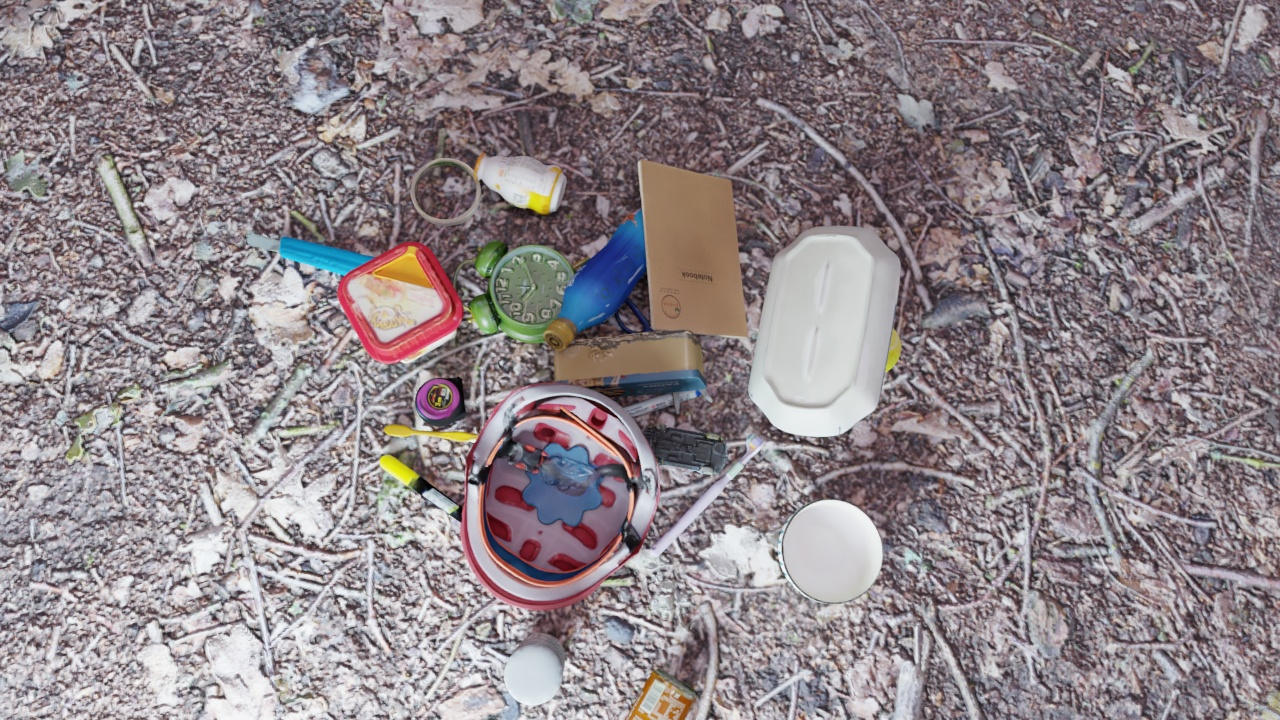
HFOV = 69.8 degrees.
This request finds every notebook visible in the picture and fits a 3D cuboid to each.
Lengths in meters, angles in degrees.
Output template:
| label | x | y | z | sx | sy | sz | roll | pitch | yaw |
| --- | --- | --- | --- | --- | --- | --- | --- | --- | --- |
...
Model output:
| label | x | y | z | sx | sy | sz | roll | pitch | yaw |
| --- | --- | --- | --- | --- | --- | --- | --- | --- | --- |
| notebook | 0.065 | -0.132 | 1.104 | 0.147 | 0.008 | 0.207 | 4 | 76 | -36 |

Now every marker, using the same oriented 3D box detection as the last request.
| label | x | y | z | sx | sy | sz | roll | pitch | yaw |
| --- | --- | --- | --- | --- | --- | --- | --- | --- | --- |
| marker | 0.004 | 0.056 | 1.097 | 0.145 | 0.017 | 0.017 | -17 | 80 | -6 |
| marker | -0.250 | 0.149 | 1.066 | 0.124 | 0.015 | 0.018 | 35 | 79 | 1 |

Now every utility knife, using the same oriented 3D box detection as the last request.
| label | x | y | z | sx | sy | sz | roll | pitch | yaw |
| --- | --- | --- | --- | --- | --- | --- | --- | --- | --- |
| utility knife | -0.389 | -0.127 | 1.110 | 0.188 | 0.018 | 0.034 | 15 | 67 | 0 |

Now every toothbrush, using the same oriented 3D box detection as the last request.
| label | x | y | z | sx | sy | sz | roll | pitch | yaw |
| --- | --- | --- | --- | --- | --- | --- | --- | --- | --- |
| toothbrush | 0.078 | 0.160 | 1.079 | 0.189 | 0.029 | 0.021 | -46 | 122 | -9 |
| toothbrush | -0.204 | 0.091 | 1.080 | 0.191 | 0.018 | 0.016 | 6 | 80 | -4 |

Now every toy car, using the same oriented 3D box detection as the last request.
| label | x | y | z | sx | sy | sz | roll | pitch | yaw |
| --- | --- | --- | --- | --- | --- | --- | --- | --- | --- |
| toy car | 0.051 | 0.105 | 1.082 | 0.105 | 0.031 | 0.049 | 10 | 79 | 0 |

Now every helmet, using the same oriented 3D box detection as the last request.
| label | x | y | z | sx | sy | sz | roll | pitch | yaw |
| --- | --- | --- | --- | --- | --- | --- | --- | --- | --- |
| helmet | -0.087 | 0.142 | 1.014 | 0.207 | 0.144 | 0.240 | 26 | 94 | 0 |

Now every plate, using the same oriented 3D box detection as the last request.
| label | x | y | z | sx | sy | sz | roll | pitch | yaw |
| --- | --- | --- | --- | --- | --- | --- | --- | --- | --- |
| plate | 0.213 | -0.043 | 1.083 | 0.162 | 0.034 | 0.265 | 7 | 76 | 27 |

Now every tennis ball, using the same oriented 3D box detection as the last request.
| label | x | y | z | sx | sy | sz | roll | pitch | yaw |
| --- | --- | --- | --- | --- | --- | --- | --- | --- | --- |
| tennis ball | 0.279 | -0.016 | 1.102 | 0.065 | 0.065 | 0.065 | 1 | 78 | -3 |

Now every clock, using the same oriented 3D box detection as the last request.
| label | x | y | z | sx | sy | sz | roll | pitch | yaw |
| --- | --- | --- | --- | --- | --- | --- | --- | --- | --- |
| clock | -0.144 | -0.084 | 1.096 | 0.161 | 0.056 | 0.116 | 5 | 77 | -2 |

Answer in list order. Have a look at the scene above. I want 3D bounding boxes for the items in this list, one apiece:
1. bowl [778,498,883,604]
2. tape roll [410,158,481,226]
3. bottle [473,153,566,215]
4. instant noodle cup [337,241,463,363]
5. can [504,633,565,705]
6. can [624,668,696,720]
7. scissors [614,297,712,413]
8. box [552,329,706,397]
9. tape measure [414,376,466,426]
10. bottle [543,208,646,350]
| label | x | y | z | sx | sy | sz | roll | pitch | yaw |
| --- | --- | --- | --- | --- | --- | --- | --- | --- | --- |
| bowl | 0.212 | 0.217 | 1.051 | 0.116 | 0.066 | 0.116 | 1 | 80 | -3 |
| tape roll | -0.241 | -0.209 | 1.137 | 0.086 | 0.014 | 0.085 | 1 | 79 | -3 |
| bottle | -0.147 | -0.220 | 1.119 | 0.108 | 0.063 | 0.063 | 19 | 78 | 0 |
| instant noodle cup | -0.267 | -0.056 | 1.049 | 0.116 | 0.124 | 0.116 | -30 | 82 | -9 |
| can | -0.109 | 0.323 | 0.970 | 0.058 | 0.147 | 0.058 | 1 | 78 | -3 |
| can | 0.003 | 0.416 | 1.003 | 0.058 | 0.058 | 0.147 | 31 | 79 | 3 |
| scissors | 0.028 | -0.022 | 1.109 | 0.161 | 0.012 | 0.163 | 17 | 72 | 4 |
| box | -0.006 | 0.006 | 1.053 | 0.184 | 0.090 | 0.061 | -4 | 78 | 13 |
| tape measure | -0.234 | 0.049 | 1.074 | 0.058 | 0.039 | 0.057 | -10 | 79 | -10 |
| bottle | -0.040 | -0.093 | 1.061 | 0.065 | 0.065 | 0.218 | 35 | 55 | 4 |
